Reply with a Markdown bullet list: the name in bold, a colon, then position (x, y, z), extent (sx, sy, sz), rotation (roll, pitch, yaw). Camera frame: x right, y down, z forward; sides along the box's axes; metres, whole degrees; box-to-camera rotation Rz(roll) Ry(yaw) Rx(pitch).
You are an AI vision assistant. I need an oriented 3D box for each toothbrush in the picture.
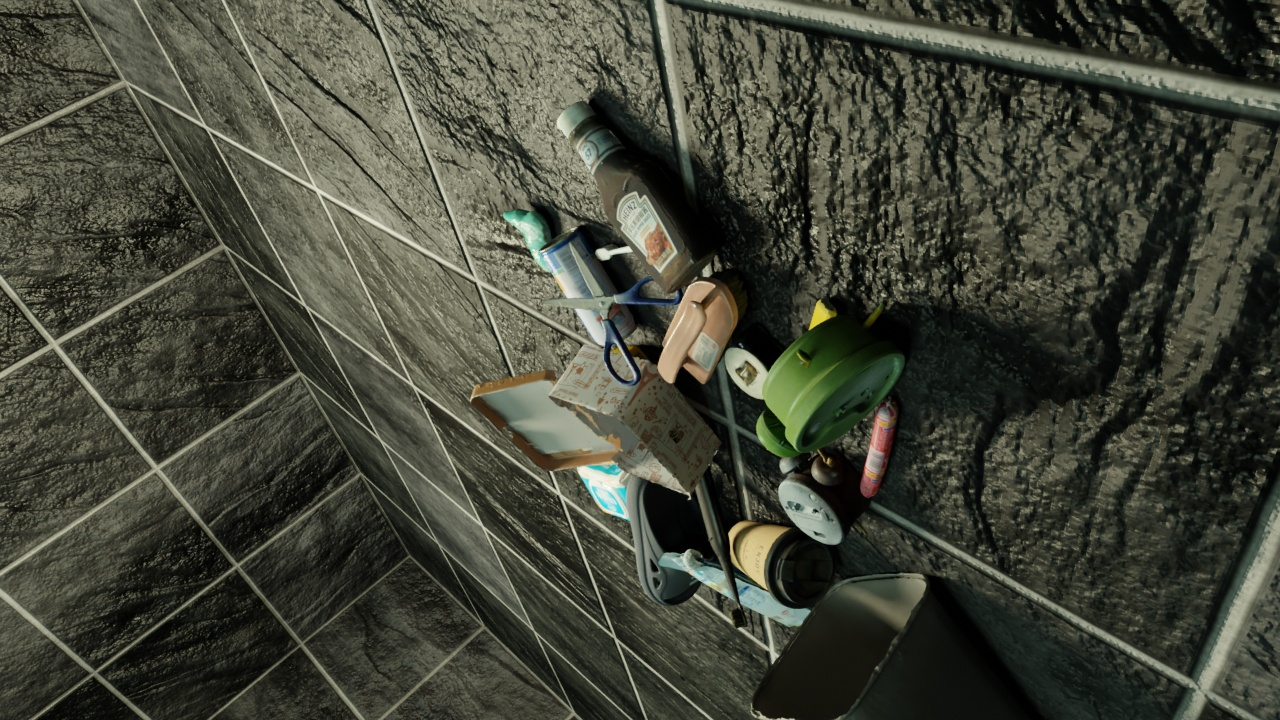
- **toothbrush**: position (0.093, 0.213, 1.096), extent (0.026, 0.027, 0.212), rotation (127, 133, -60)
- **toothbrush**: position (0.008, -0.118, 0.932), extent (0.180, 0.016, 0.016), rotation (0, 122, 56)

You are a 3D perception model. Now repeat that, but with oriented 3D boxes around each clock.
- **clock**: position (0.182, 0.129, 0.927), extent (0.082, 0.055, 0.122), rotation (8, 131, 56)
- **clock**: position (0.155, 0.027, 0.771), extent (0.056, 0.116, 0.162), rotation (51, 154, 27)

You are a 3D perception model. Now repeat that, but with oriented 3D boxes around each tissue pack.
- **tissue pack**: position (-0.028, 0.183, 1.330), extent (0.140, 0.063, 0.090), rotation (7, 130, 55)

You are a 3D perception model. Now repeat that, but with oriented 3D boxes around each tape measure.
- **tape measure**: position (-0.007, 0.006, 1.100), extent (0.057, 0.028, 0.060), rotation (58, 155, -13)
- **tape measure**: position (0.115, 0.005, 0.895), extent (0.066, 0.033, 0.066), rotation (47, 154, 11)

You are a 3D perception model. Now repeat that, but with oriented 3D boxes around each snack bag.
- **snack bag**: position (0.121, 0.285, 1.166), extent (0.191, 0.038, 0.110), rotation (26, 166, -7)

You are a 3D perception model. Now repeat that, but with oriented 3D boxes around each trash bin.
- **trash bin**: position (0.272, 0.370, 0.957), extent (0.220, 0.198, 0.199), rotation (46, 155, -4)

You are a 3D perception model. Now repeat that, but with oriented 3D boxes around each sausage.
- **sausage**: position (0.220, 0.083, 0.845), extent (0.020, 0.020, 0.156), rotation (36, 151, 29)

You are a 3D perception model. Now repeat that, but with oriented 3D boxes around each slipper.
- **slipper**: position (0.051, 0.246, 1.239), extent (0.083, 0.110, 0.268), rotation (23, 140, 40)

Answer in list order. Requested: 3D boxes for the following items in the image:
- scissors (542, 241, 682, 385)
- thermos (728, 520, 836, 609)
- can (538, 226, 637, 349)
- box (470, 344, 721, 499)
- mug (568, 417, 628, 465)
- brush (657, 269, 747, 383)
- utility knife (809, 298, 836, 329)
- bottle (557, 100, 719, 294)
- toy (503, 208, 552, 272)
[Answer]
- **scissors**: position (-0.029, -0.055, 0.975), extent (0.163, 0.012, 0.176), rotation (-21, 84, 28)
- **thermos**: position (0.159, 0.229, 1.068), extent (0.093, 0.093, 0.143), rotation (58, 161, -16)
- **can**: position (-0.058, -0.081, 1.040), extent (0.134, 0.053, 0.053), rotation (58, 154, -15)
- **box**: position (-0.057, 0.072, 1.104), extent (0.273, 0.106, 0.178), rotation (-1, 143, 37)
- **mug**: position (-0.059, 0.112, 1.278), extent (0.123, 0.078, 0.078), rotation (-4, 121, 55)
- **brush**: position (0.059, -0.031, 0.896), extent (0.063, 0.072, 0.146), rotation (45, 152, 13)
- **utility knife**: position (0.159, -0.001, 0.829), extent (0.155, 0.015, 0.033), rotation (91, 164, -54)
- **bottle**: position (-0.008, -0.157, 0.858), extent (0.195, 0.043, 0.080), rotation (53, 144, 6)
- **toy**: position (-0.112, -0.139, 1.083), extent (0.097, 0.030, 0.092), rotation (11, 140, 43)
